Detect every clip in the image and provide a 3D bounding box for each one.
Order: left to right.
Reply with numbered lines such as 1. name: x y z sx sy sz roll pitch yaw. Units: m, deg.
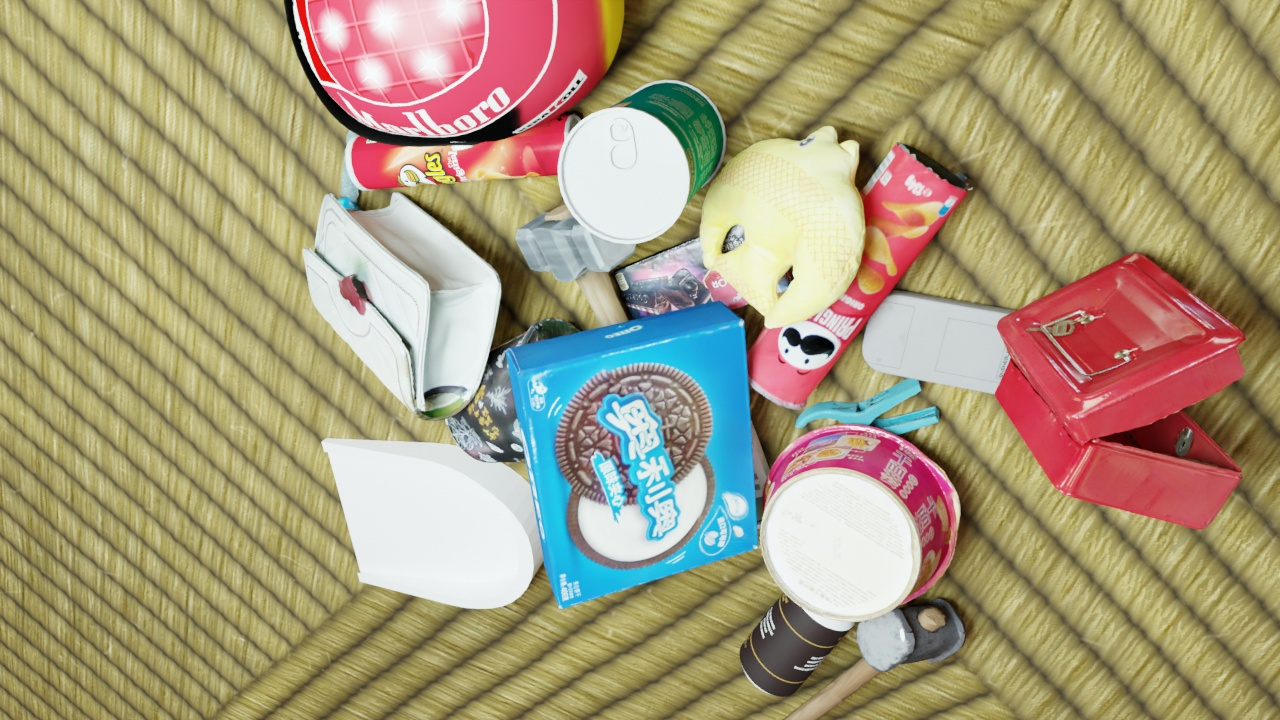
1. clip: 0.212 0.075 0.843 0.130 0.031 0.121 -5 108 20

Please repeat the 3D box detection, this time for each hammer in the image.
1. hammer: -0.005 0.005 0.850 0.117 0.051 0.323 8 130 52
2. hammer: 0.199 0.345 0.949 0.098 0.052 0.329 5 135 -35

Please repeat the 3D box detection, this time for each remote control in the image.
1. remote control: 0.095 0.096 0.889 0.050 0.024 0.143 -14 107 23
2. remote control: 0.269 -0.015 0.786 0.151 0.019 0.074 11 117 11

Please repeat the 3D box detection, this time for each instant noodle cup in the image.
1. instant noodle cup: -0.111 0.039 0.872 0.112 0.136 0.137 -14 109 33
2. instant noodle cup: 0.181 0.151 0.808 0.179 0.077 0.179 6 104 25

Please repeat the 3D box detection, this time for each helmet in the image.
1. helmet: -0.149 -0.261 0.686 0.271 0.224 0.198 -3 113 17

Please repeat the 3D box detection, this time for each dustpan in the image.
1. dustpan: -0.229 0.188 1.015 0.258 0.053 0.192 1 114 17

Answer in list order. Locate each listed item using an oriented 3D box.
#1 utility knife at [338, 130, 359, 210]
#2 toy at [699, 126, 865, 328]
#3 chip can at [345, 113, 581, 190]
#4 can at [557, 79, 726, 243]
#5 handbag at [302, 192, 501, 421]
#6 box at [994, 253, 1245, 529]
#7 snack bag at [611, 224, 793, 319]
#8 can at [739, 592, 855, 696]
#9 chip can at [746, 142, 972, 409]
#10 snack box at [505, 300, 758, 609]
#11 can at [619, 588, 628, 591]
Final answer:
1. utility knife: -0.291 -0.124 0.910 0.031 0.015 0.225 20 122 6
2. toy: 0.114 -0.115 0.731 0.155 0.064 0.170 -58 47 21
3. chip can: -0.156 -0.185 0.819 0.215 0.051 0.052 -1 114 17
4. can: 0.006 -0.161 0.727 0.099 0.143 0.099 7 116 14
5. handbag: -0.223 -0.054 0.830 0.198 0.096 0.142 37 123 34
6. box: 0.358 0.038 0.696 0.147 0.157 0.156 -23 116 14
7. snack bag: 0.054 -0.074 0.827 0.155 0.018 0.074 -20 106 22
8. can: 0.158 0.276 0.926 0.072 0.071 0.129 30 119 2
9. chip can: 0.173 -0.067 0.763 0.073 0.073 0.234 33 118 0
10. snack box: 0.000 0.083 0.800 0.195 0.056 0.239 -14 115 -14
11. can: -0.021 0.155 0.913 0.067 0.067 0.170 15 128 10
